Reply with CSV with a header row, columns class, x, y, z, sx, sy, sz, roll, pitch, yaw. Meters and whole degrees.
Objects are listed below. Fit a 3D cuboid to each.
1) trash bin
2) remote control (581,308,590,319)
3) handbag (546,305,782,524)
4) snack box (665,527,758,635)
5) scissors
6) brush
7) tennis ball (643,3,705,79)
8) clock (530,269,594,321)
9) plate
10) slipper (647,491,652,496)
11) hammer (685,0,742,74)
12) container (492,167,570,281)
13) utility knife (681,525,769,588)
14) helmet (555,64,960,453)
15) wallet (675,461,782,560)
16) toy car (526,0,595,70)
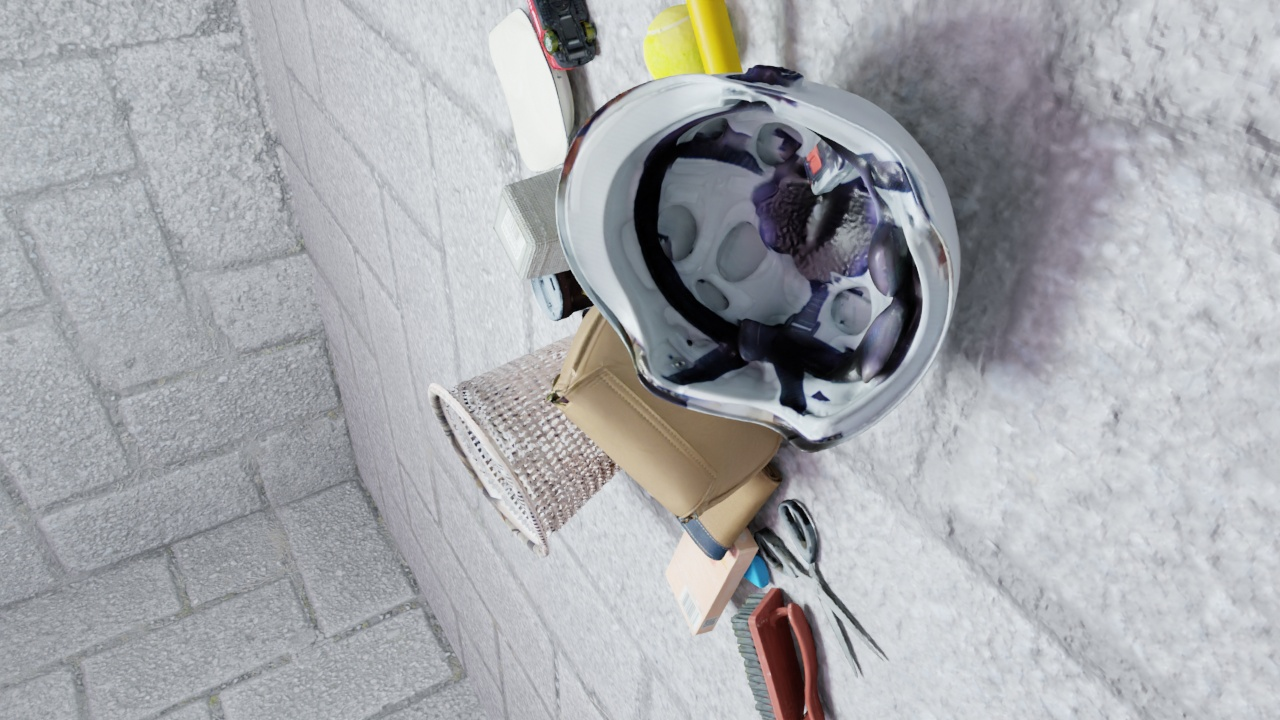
class,x,y,z,sx,sy,sz,roll,pitch,yaw
trash bin,-0.098,0.075,1.034,0.227,0.191,0.228,47,158,25
remote control,-0.026,-0.028,1.040,0.136,0.024,0.053,29,137,54
handbag,0.021,0.036,0.812,0.204,0.147,0.100,44,158,-8
snack box,0.072,0.214,0.975,0.084,0.026,0.158,62,145,38
scissors,0.161,0.208,0.857,0.159,0.014,0.179,14,121,61
brush,0.143,0.306,0.918,0.069,0.063,0.146,-7,105,34
tennis ball,0.035,-0.242,0.714,0.065,0.065,0.066,44,145,43
clock,-0.096,-0.091,1.097,0.122,0.055,0.082,-14,97,65
plate,-0.111,-0.290,0.993,0.164,0.034,0.164,14,122,65
slipper,-0.005,0.005,0.926,0.114,0.054,0.274,-28,69,54
hammer,0.064,-0.199,0.661,0.033,0.128,0.301,5,127,38
container,-0.087,-0.146,0.968,0.090,0.114,0.090,62,154,17
utility knife,0.086,0.203,0.998,0.162,0.018,0.034,18,125,60
helmet,0.088,-0.083,0.602,0.259,0.145,0.229,26,125,22
wallet,0.079,0.125,0.893,0.090,0.033,0.115,51,125,32
toy car,-0.084,-0.342,0.890,0.045,0.052,0.120,5,114,65
